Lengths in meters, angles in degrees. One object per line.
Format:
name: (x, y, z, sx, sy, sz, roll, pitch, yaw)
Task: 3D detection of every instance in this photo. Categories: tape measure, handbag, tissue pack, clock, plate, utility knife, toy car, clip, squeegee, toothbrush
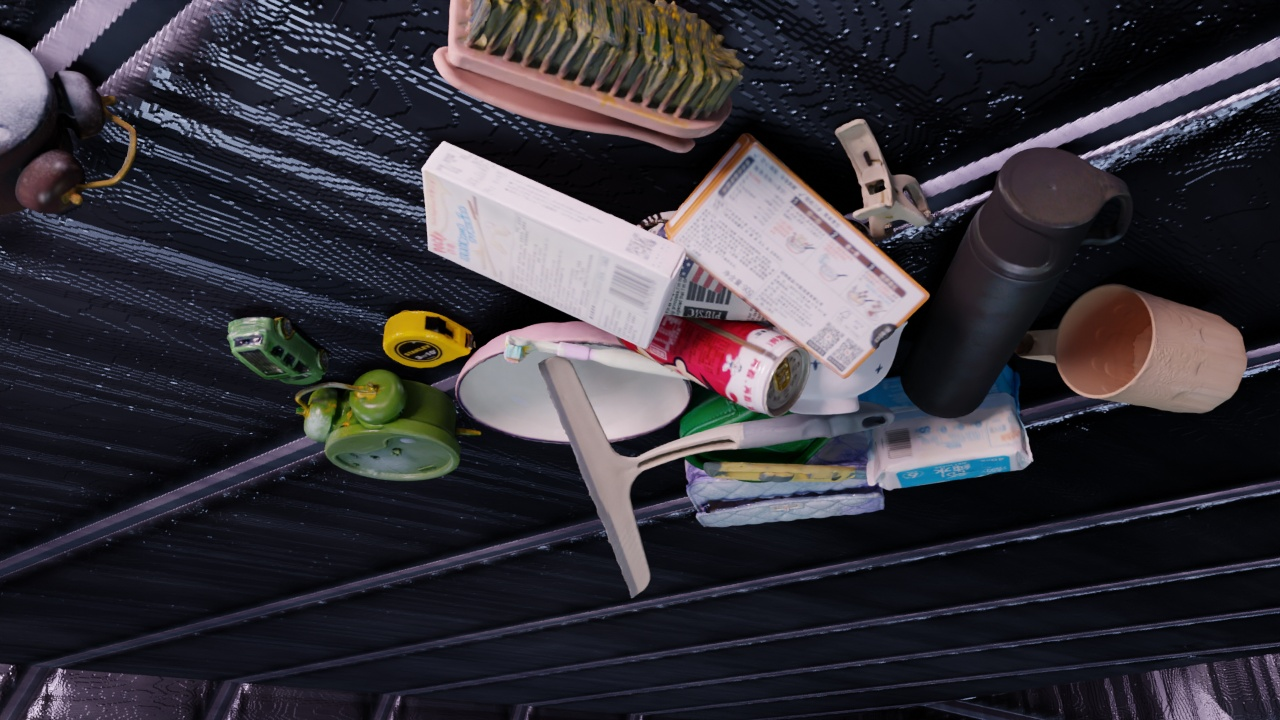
tape measure: (-0.166, -0.018, 0.701, 0.060, 0.028, 0.057, -19, 148, 30)
handbag: (0.142, 0.118, 0.917, 0.194, 0.075, 0.134, -7, 152, 14)
tissue pack: (0.260, 0.057, 0.789, 0.140, 0.089, 0.063, -11, 150, 18)
clock: (-0.228, 0.056, 0.811, 0.116, 0.056, 0.161, -18, 148, 27)
plate: (-0.054, 0.016, 0.757, 0.192, 0.039, 0.193, -1, 152, -1)
utility knife: (0.136, 0.098, 0.813, 0.177, 0.019, 0.031, 0, 152, -20)
handbag: (0.103, 0.052, 0.799, 0.131, 0.067, 0.120, 19, 145, -33)
toy car: (-0.283, -0.005, 0.719, 0.043, 0.036, 0.091, -9, 155, 13)
clock: (-0.320, -0.115, 0.459, 0.122, 0.082, 0.055, 7, 156, -12)
clip: (0.144, -0.100, 0.549, 0.034, 0.060, 0.097, -17, 159, 30)
squeegee: (0.075, 0.064, 0.728, 0.247, 0.039, 0.247, -15, 120, 8)
toothbrush: (-0.004, 0.004, 0.666, 0.189, 0.020, 0.029, 8, 152, -9)

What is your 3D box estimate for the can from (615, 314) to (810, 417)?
can: (0.047, -0.010, 0.623, 0.133, 0.053, 0.053, 27, 170, 36)

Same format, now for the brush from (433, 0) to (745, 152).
brush: (-0.021, -0.141, 0.439, 0.145, 0.063, 0.073, 12, 146, -26)

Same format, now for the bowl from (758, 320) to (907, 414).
bowl: (0.130, 0.004, 0.658, 0.118, 0.065, 0.118, -2, -176, 0)

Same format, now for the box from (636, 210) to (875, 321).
box: (0.074, -0.057, 0.584, 0.163, 0.077, 0.075, 5, 143, -6)

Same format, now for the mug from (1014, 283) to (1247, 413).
mug: (0.370, -0.005, 0.700, 0.103, 0.084, 0.125, 10, 174, -23)

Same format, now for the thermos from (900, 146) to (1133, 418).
thermos: (0.249, -0.040, 0.626, 0.090, 0.068, 0.243, 3, 152, 3)

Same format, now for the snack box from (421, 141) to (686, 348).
snack box: (-0.055, -0.067, 0.554, 0.157, 0.026, 0.085, 25, 151, 3)

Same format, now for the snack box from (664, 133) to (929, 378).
snack box: (0.095, -0.059, 0.552, 0.153, 0.026, 0.075, 36, 108, -21)
